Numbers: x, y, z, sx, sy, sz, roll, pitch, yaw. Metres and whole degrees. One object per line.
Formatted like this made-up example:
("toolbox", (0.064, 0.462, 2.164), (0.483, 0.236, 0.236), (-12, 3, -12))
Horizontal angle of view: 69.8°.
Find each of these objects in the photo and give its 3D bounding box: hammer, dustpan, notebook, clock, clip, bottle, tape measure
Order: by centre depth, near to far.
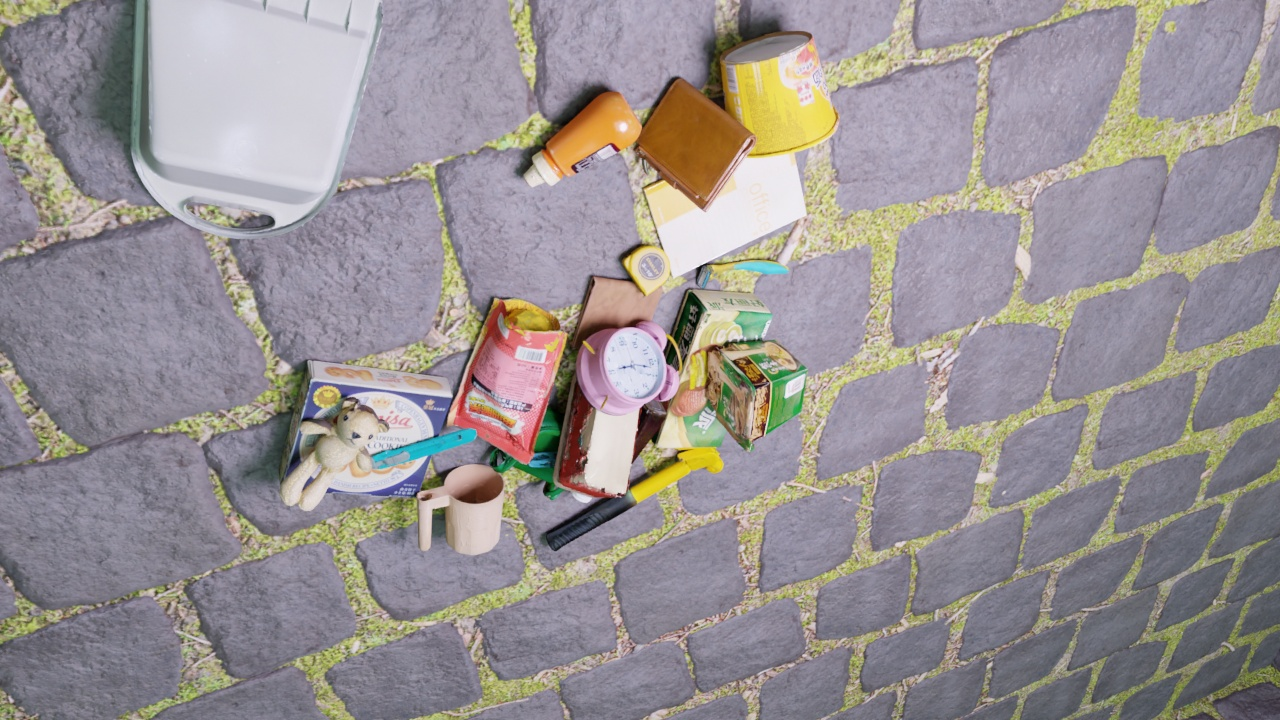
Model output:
("dustpan", (-0.406, -0.258, 0.946), (0.222, 0.143, 0.257), (8, 91, -28))
("bottle", (-0.072, -0.249, 1.067), (0.150, 0.066, 0.067), (-33, 130, 10))
("tape measure", (0.010, -0.123, 1.207), (0.057, 0.029, 0.060), (-37, 106, -5))
("notebook", (0.115, -0.208, 1.208), (0.206, 0.010, 0.146), (-25, 130, -5))
("clock", (-0.007, 0.007, 1.223), (0.158, 0.060, 0.117), (-15, 86, -39))
("clip", (-0.126, 0.136, 1.258), (0.057, 0.047, 0.014), (-1, 132, -10))
("bottle", (-0.038, 0.127, 1.337), (0.044, 0.080, 0.195), (18, 117, -38))
("hammer", (-0.012, 0.210, 1.424), (0.301, 0.033, 0.129), (-31, 151, 5))

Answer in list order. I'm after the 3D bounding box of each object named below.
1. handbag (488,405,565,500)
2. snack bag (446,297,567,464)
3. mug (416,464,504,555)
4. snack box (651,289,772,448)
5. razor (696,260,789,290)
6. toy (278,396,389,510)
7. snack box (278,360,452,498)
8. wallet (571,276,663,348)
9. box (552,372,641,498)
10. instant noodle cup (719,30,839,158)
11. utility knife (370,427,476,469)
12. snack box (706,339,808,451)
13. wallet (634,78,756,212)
("handbag", (-0.134, 0.134, 1.307), (0.131, 0.068, 0.120), (30, 108, -36))
("snack bag", (-0.173, 0.028, 1.204), (0.128, 0.073, 0.208), (25, 117, 6))
("mug", (-0.255, 0.217, 1.301), (0.124, 0.084, 0.104), (-12, 129, -28))
("snack box", (0.092, 0.016, 1.324), (0.114, 0.063, 0.241), (2, 122, -28))
("razor", (0.144, -0.124, 1.269), (0.132, 0.028, 0.043), (-6, 149, -15))
("toy", (-0.381, 0.118, 1.130), (0.105, 0.066, 0.157), (39, 95, -21))
("snack box", (-0.359, 0.095, 1.196), (0.177, 0.045, 0.183), (8, 120, -29))
("wallet", (-0.033, -0.059, 1.246), (0.101, 0.020, 0.115), (4, 124, -24))
("box", (-0.051, 0.098, 1.247), (0.091, 0.168, 0.081), (26, 155, -39))
("instant noodle cup", (0.157, -0.316, 1.077), (0.138, 0.138, 0.110), (-22, 121, -8))
("utility knife", (-0.288, 0.117, 1.206), (0.151, 0.013, 0.029), (-17, 133, -14))
("snack box", (0.165, 0.036, 1.258), (0.105, 0.117, 0.118), (-18, 133, -20))
("wallet", (0.056, -0.249, 1.079), (0.035, 0.130, 0.119), (-1, 132, -55))
